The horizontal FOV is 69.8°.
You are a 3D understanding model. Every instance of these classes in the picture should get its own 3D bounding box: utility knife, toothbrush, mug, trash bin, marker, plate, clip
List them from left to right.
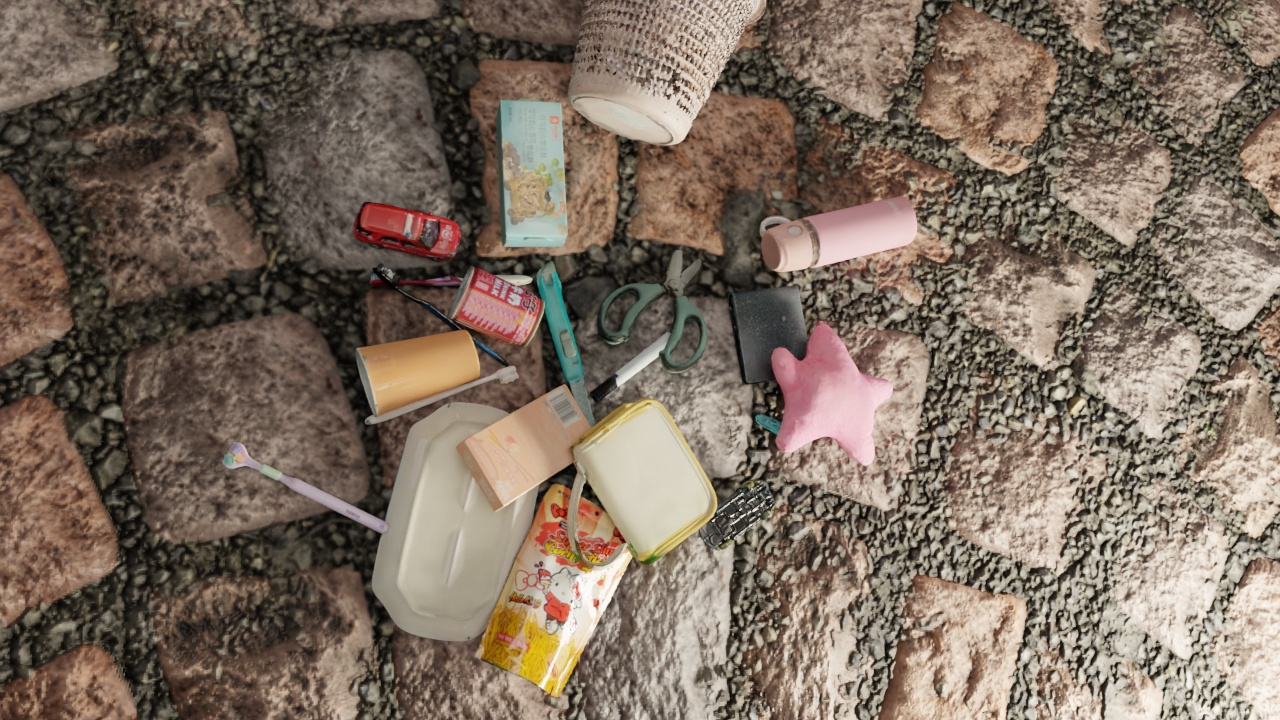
[{"bbox_3d":[-0.358,0.141,0.991,0.189,0.021,0.029,27,82,-5],"label":"toothbrush"},{"bbox_3d":[-0.246,0.009,1.022,0.122,0.078,0.078,-16,84,-22],"label":"mug"},{"bbox_3d":[-0.225,0.042,1.048,0.180,0.016,0.016,-19,56,-17],"label":"toothbrush"},{"bbox_3d":[-0.227,-0.052,1.058,0.189,0.014,0.016,37,67,-12],"label":"toothbrush"},{"bbox_3d":[-0.221,-0.096,1.076,0.187,0.016,0.017,-2,71,-14],"label":"toothbrush"},{"bbox_3d":[-0.200,0.177,1.022,0.162,0.034,0.265,15,77,-12],"label":"plate"},{"bbox_3d":[-0.088,-0.018,1.097,0.029,0.013,0.209,-16,85,-11],"label":"utility knife"},{"bbox_3d":[-0.007,0.006,1.109,0.130,0.023,0.018,-38,91,-16],"label":"marker"},{"bbox_3d":[0.013,-0.374,1.096,0.227,0.227,0.192,20,88,-10],"label":"trash bin"},{"bbox_3d":[0.168,0.082,1.142,0.057,0.048,0.014,28,75,-4],"label":"clip"}]

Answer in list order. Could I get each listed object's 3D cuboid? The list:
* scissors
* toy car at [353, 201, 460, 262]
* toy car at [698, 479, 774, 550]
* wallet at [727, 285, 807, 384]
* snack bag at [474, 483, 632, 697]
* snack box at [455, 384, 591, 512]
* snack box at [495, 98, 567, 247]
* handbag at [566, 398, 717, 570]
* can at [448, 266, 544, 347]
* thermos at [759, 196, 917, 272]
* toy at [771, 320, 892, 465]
[{"bbox_3d":[0.014,-0.070,1.123,0.169,0.019,0.177,7,66,-3],"label":"scissors"},{"bbox_3d":[-0.268,-0.150,1.058,0.120,0.045,0.053,11,79,-15],"label":"toy car"},{"bbox_3d":[0.113,0.186,1.102,0.105,0.031,0.049,-32,89,-19],"label":"toy car"},{"bbox_3d":[0.166,-0.033,1.164,0.097,0.019,0.120,-7,84,-16],"label":"wallet"},{"bbox_3d":[-0.091,0.256,1.025,0.128,0.073,0.207,32,68,-13],"label":"snack bag"},{"bbox_3d":[-0.123,0.095,1.029,0.156,0.026,0.084,-30,88,-42],"label":"snack box"},{"bbox_3d":[-0.131,-0.223,1.102,0.074,0.052,0.174,-2,81,-14],"label":"snack box"},{"bbox_3d":[-0.020,0.150,1.042,0.178,0.063,0.163,-34,97,-27],"label":"handbag"},{"bbox_3d":[-0.164,-0.060,1.053,0.093,0.067,0.066,24,75,-17],"label":"can"},{"bbox_3d":[0.251,-0.168,1.190,0.198,0.067,0.087,-14,52,-15],"label":"thermos"},{"bbox_3d":[0.239,0.037,1.137,0.194,0.075,0.178,9,74,-29],"label":"toy"}]
